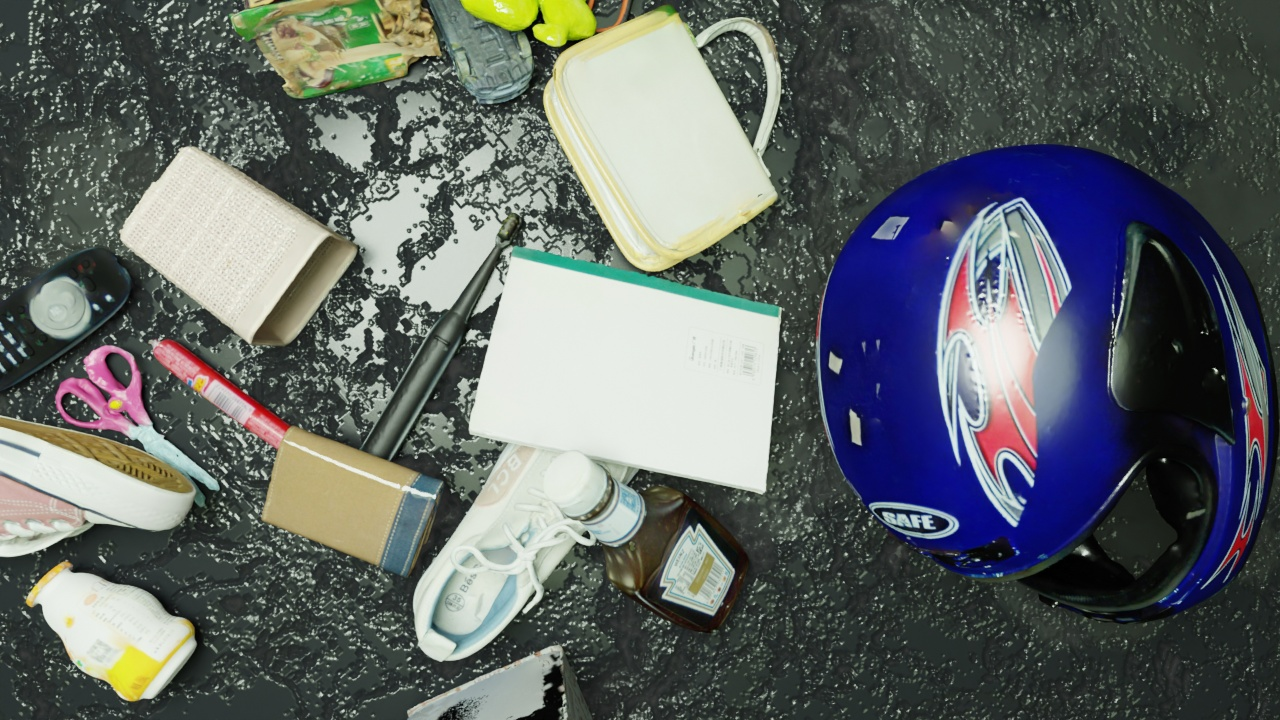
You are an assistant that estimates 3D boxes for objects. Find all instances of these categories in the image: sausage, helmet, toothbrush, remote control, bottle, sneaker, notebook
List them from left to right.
[{"bbox_3d":[-0.416,0.087,0.608,0.241,0.118,0.088,13,85,6],"label":"sneaker"},{"bbox_3d":[-0.418,-0.028,0.643,0.136,0.024,0.053,-36,94,-4],"label":"remote control"},{"bbox_3d":[-0.368,0.185,0.638,0.108,0.063,0.063,39,89,-6],"label":"bottle"},{"bbox_3d":[-0.288,0.033,0.661,0.156,0.020,0.020,38,89,-6],"label":"sausage"},{"bbox_3d":[-0.143,-0.015,0.667,0.026,0.027,0.212,30,90,1],"label":"toothbrush"},{"bbox_3d":[-0.077,0.108,0.648,0.089,0.091,0.242,39,88,-7],"label":"sneaker"},{"bbox_3d":[-0.004,0.004,0.657,0.209,0.012,0.150,12,64,-6],"label":"notebook"},{"bbox_3d":[0.005,0.121,0.623,0.195,0.044,0.079,44,66,-41],"label":"bottle"},{"bbox_3d":[0.238,0.023,0.590,0.240,0.248,0.315,-6,87,-23],"label":"helmet"}]

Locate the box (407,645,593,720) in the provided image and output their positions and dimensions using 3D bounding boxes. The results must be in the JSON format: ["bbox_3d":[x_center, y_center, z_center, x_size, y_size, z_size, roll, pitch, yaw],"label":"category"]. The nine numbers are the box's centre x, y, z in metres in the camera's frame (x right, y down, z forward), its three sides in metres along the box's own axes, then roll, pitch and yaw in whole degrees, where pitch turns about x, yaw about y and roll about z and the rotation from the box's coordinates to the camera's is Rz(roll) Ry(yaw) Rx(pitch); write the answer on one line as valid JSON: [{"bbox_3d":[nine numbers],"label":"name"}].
[{"bbox_3d":[-0.148,0.316,0.607,0.259,0.179,0.110,-24,94,-4],"label":"box"}]

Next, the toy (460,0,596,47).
[{"bbox_3d":[-0.082,-0.250,0.625,0.100,0.031,0.096,-5,61,-22],"label":"toy"}]

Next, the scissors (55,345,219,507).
[{"bbox_3d":[-0.362,0.058,0.659,0.073,0.017,0.137,-34,100,2],"label":"scissors"}]

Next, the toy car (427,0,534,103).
[{"bbox_3d":[-0.118,-0.242,0.654,0.054,0.037,0.120,-23,85,-11],"label":"toy car"}]

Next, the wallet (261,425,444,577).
[{"bbox_3d":[-0.205,0.102,0.653,0.115,0.033,0.090,21,120,-6],"label":"wallet"}]

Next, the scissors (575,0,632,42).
[{"bbox_3d":[-0.036,-0.344,0.667,0.221,0.022,0.234,5,92,-10],"label":"scissors"}]

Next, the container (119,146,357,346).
[{"bbox_3d":[-0.272,-0.078,0.623,0.111,0.090,0.090,36,89,-3],"label":"container"}]

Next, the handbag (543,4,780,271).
[{"bbox_3d":[0.036,-0.170,0.668,0.178,0.063,0.163,-32,95,-18],"label":"handbag"}]

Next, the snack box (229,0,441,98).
[{"bbox_3d":[-0.208,-0.258,0.616,0.117,0.118,0.105,-15,81,-5],"label":"snack box"}]
